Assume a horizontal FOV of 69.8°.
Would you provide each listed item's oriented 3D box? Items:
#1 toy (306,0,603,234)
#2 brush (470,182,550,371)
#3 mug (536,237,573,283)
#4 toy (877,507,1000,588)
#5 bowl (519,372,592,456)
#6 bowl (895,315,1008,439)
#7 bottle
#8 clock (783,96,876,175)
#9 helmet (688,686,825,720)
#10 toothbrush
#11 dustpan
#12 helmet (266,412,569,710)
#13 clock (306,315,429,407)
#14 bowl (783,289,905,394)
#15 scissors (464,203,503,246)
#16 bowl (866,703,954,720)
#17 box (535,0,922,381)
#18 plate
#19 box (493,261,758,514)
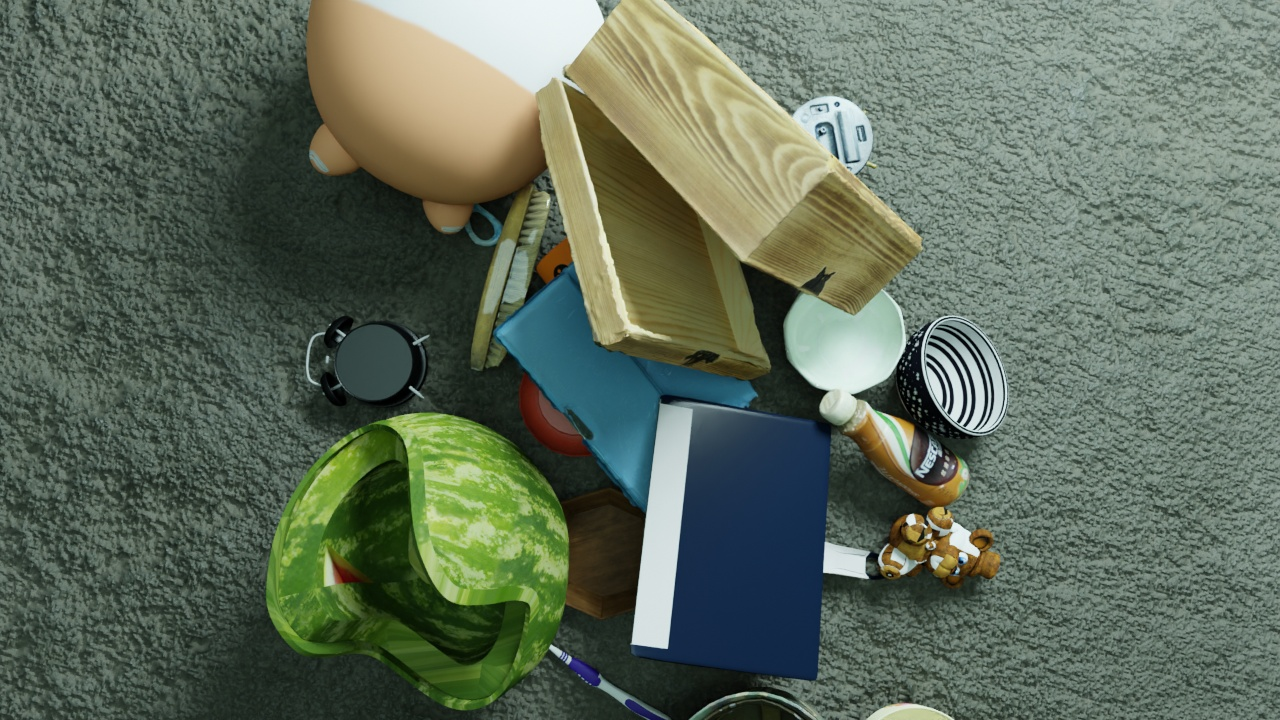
[{"bbox_3d":[-0.173,-0.269,0.837,0.262,0.266,0.281,25,96,-27],"label":"toy"},{"bbox_3d":[-0.131,-0.082,0.920,0.043,0.059,0.195,16,89,-7],"label":"brush"},{"bbox_3d":[-0.030,-0.086,0.911,0.112,0.077,0.096,-37,88,0],"label":"mug"},{"bbox_3d":[0.297,0.188,0.905,0.112,0.067,0.087,22,121,-1],"label":"toy"},{"bbox_3d":[-0.064,0.037,0.926,0.122,0.035,0.122,0,87,-1],"label":"bowl"},{"bbox_3d":[0.297,0.023,0.909,0.120,0.067,0.120,11,68,-29],"label":"bowl"},{"bbox_3d":[0.244,0.082,0.891,0.167,0.059,0.059,34,87,-19],"label":"bottle"},{"bbox_3d":[0.174,-0.216,0.934,0.129,0.052,0.090,-9,87,-2],"label":"clock"},{"bbox_3d":[0.104,0.406,0.804,0.193,0.236,0.224,2,76,14],"label":"helmet"},{"bbox_3d":[-0.050,0.317,0.921,0.186,0.015,0.016,33,92,1],"label":"toothbrush"},{"bbox_3d":[0.127,0.176,0.874,0.273,0.080,0.236,11,71,-10],"label":"dustpan"},{"bbox_3d":[-0.175,0.169,0.818,0.214,0.247,0.242,-24,44,20],"label":"helmet"},{"bbox_3d":[-0.275,0.003,0.922,0.121,0.042,0.091,5,87,0],"label":"clock"},{"bbox_3d":[0.200,-0.022,0.915,0.117,0.061,0.117,-1,83,6],"label":"bowl"},{"bbox_3d":[-0.175,-0.190,0.950,0.137,0.012,0.127,44,88,3],"label":"scissors"},{"bbox_3d":[0.256,0.384,0.890,0.118,0.074,0.118,0,87,-1],"label":"bowl"},{"bbox_3d":[0.053,-0.137,0.797,0.221,0.278,0.258,-46,65,19],"label":"box"},{"bbox_3d":[-0.035,0.193,0.922,0.131,0.025,0.131,0,87,-1],"label":"plate"},{"bbox_3d":[-0.005,0.005,0.864,0.174,0.033,0.231,-44,109,-16],"label":"box"}]
